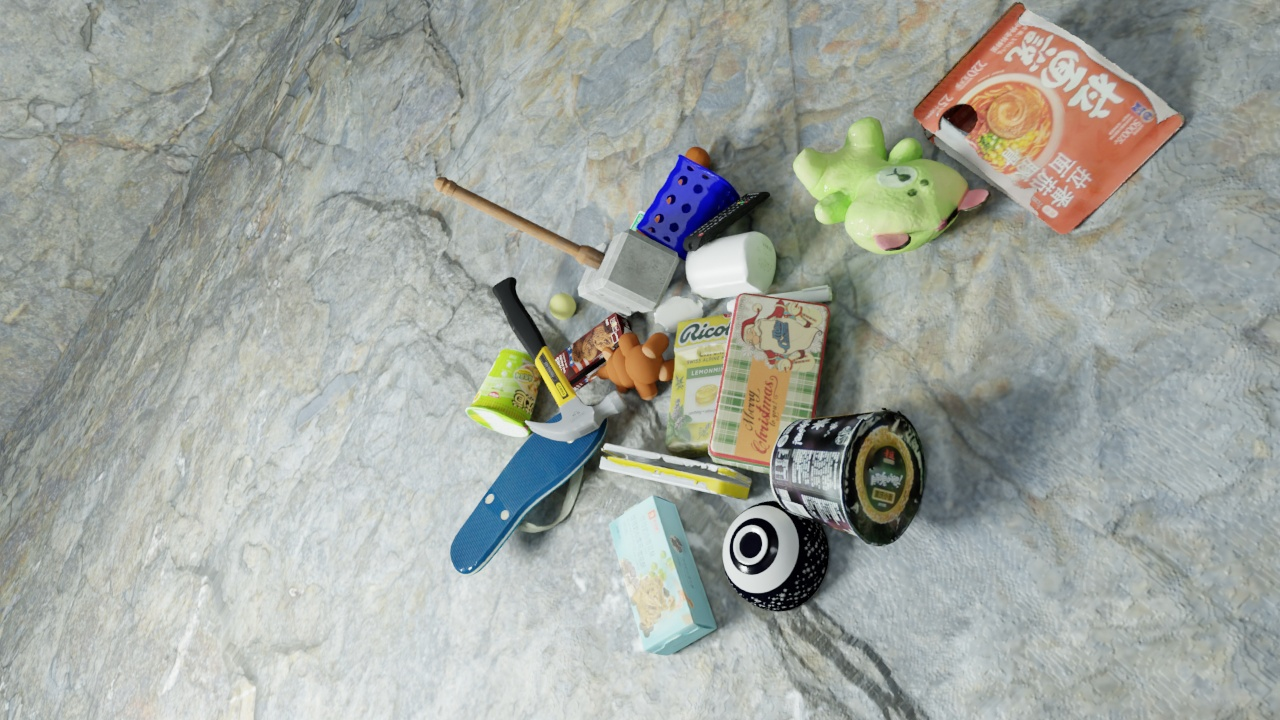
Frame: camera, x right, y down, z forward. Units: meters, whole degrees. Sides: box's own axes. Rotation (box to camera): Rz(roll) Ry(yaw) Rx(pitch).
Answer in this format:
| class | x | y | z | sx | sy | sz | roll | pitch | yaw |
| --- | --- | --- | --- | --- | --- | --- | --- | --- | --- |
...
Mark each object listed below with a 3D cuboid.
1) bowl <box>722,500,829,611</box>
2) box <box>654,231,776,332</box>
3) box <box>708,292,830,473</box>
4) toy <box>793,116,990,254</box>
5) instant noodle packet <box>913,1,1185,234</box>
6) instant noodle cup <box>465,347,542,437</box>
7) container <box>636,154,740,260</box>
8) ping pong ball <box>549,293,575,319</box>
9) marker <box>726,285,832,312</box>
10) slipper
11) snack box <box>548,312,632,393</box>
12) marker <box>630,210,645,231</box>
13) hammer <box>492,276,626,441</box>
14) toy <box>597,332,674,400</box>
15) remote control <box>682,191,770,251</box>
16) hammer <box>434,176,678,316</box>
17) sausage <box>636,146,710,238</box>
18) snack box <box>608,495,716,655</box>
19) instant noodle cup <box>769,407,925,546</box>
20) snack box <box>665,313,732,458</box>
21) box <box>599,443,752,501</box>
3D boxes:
| class | x | y | z | sx | sy | sz | roll | pitch | yaw |
| --- | --- | --- | --- | --- | --- | --- | --- | --- | --- |
| bowl | 0.137 | 0.208 | 1.001 | 0.120 | 0.066 | 0.120 | -19 | 58 | 33 |
| box | 0.092 | -0.098 | 1.182 | 0.156 | 0.084 | 0.125 | -2 | 74 | 41 |
| box | 0.150 | 0.027 | 1.059 | 0.118 | 0.051 | 0.205 | 9 | 74 | 13 |
| toy | 0.280 | -0.189 | 1.057 | 0.150 | 0.107 | 0.196 | -31 | 58 | -4 |
| instant noodle packet | 0.436 | -0.255 | 0.991 | 0.164 | 0.084 | 0.221 | -46 | 59 | 13 |
| instant noodle cup | -0.192 | 0.045 | 1.350 | 0.099 | 0.099 | 0.107 | -1 | 61 | 40 |
| container | 0.065 | -0.200 | 1.239 | 0.084 | 0.085 | 0.113 | 34 | 95 | 21 |
| ping pong ball | -0.117 | -0.081 | 1.378 | 0.040 | 0.040 | 0.040 | -19 | 58 | 33 |
| marker | 0.168 | -0.075 | 1.127 | 0.134 | 0.020 | 0.017 | -6 | 33 | 26 |
| slipper | -0.147 | 0.179 | 1.263 | 0.295 | 0.060 | 0.118 | -49 | 43 | -2 |
| snack box | -0.073 | -0.005 | 1.309 | 0.141 | 0.031 | 0.051 | -35 | 50 | 23 |
| marker | -0.029 | -0.154 | 1.355 | 0.017 | 0.017 | 0.145 | 27 | 88 | 45 |
| hammer | -0.142 | -0.011 | 1.301 | 0.127 | 0.029 | 0.323 | -32 | 51 | -3 |
| toy | -0.007 | 0.007 | 1.231 | 0.128 | 0.065 | 0.095 | -12 | 102 | 53 |
| remote control | 0.112 | -0.184 | 1.192 | 0.146 | 0.015 | 0.033 | -38 | 25 | -28 |
| hammer | -0.123 | -0.163 | 1.207 | 0.083 | 0.317 | 0.163 | -67 | 14 | -7 |
| sausage | 0.048 | -0.229 | 1.307 | 0.044 | 0.039 | 0.164 | 34 | 93 | 10 |
| snack box | 0.024 | 0.252 | 1.086 | 0.075 | 0.053 | 0.174 | -36 | 51 | 21 |
| instant noodle cup | 0.207 | 0.114 | 0.948 | 0.112 | 0.137 | 0.137 | 1 | 70 | 50 |
| snack box | 0.092 | 0.030 | 1.141 | 0.121 | 0.045 | 0.180 | -7 | 65 | 38 |
| box | 0.039 | 0.134 | 1.121 | 0.210 | 0.064 | 0.037 | 6 | 78 | 42 |
